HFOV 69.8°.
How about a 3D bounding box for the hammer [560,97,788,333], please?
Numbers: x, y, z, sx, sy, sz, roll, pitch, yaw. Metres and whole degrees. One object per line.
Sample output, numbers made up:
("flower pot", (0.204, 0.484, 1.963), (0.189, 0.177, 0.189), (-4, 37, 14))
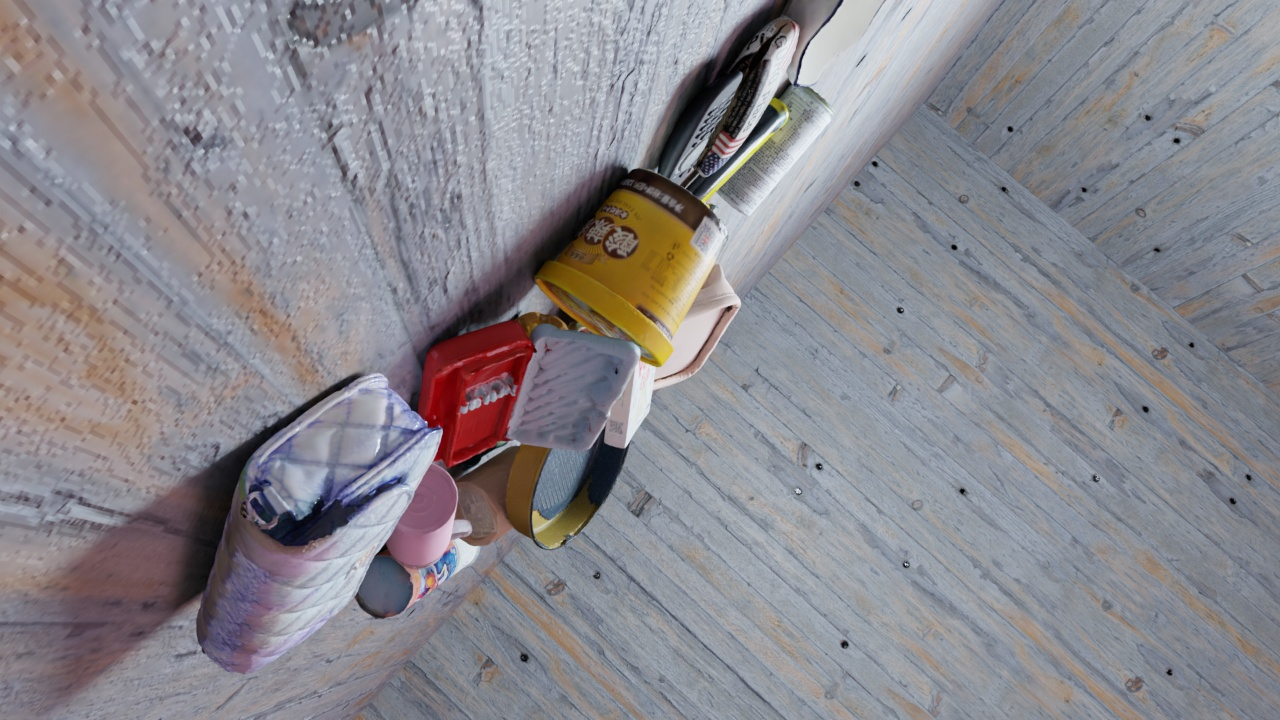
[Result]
("hammer", (0.035, -0.143, 0.908), (0.323, 0.032, 0.126), (-47, 175, -11))

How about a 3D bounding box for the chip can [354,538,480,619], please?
("chip can", (-0.256, 0.235, 1.071), (0.071, 0.071, 0.214), (-49, 174, 7))

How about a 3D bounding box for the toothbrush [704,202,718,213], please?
("toothbrush", (0.075, -0.179, 1.054), (0.018, 0.016, 0.191), (-60, 173, 8))

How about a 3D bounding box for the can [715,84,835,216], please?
("can", (0.142, -0.229, 0.997), (0.147, 0.058, 0.058), (-50, 174, 15))

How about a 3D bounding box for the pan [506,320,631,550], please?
("pan", (-0.069, 0.071, 0.960), (0.197, 0.078, 0.358), (-53, 153, -30))

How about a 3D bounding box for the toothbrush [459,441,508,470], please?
("toothbrush", (-0.166, 0.097, 1.099), (0.018, 0.016, 0.191), (-40, 178, 22))

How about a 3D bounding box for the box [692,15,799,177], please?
("box", (0.080, -0.214, 0.748), (0.068, 0.052, 0.165), (-32, 166, -30))

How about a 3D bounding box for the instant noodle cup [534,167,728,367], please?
("instant noodle cup", (-0.001, -0.073, 0.701), (0.114, 0.118, 0.118), (-55, 175, -6))

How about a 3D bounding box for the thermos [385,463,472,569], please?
("thermos", (-0.201, 0.153, 0.875), (0.087, 0.067, 0.199), (-9, 159, -16))

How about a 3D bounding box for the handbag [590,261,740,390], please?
("handbag", (-0.011, -0.019, 1.077), (0.233, 0.093, 0.194), (-27, 160, -27))

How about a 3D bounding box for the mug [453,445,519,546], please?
("mug", (-0.178, 0.156, 1.051), (0.125, 0.084, 0.103), (-10, -170, 32))

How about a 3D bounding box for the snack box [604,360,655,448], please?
("snack box", (-0.006, 0.006, 0.962), (0.084, 0.027, 0.157), (-52, 154, -58))

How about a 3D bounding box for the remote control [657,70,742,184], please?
("remote control", (0.041, -0.180, 0.721), (0.053, 0.024, 0.137), (-47, 176, -31))

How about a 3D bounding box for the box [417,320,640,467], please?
("box", (-0.095, 0.030, 0.711), (0.161, 0.058, 0.202), (-5, 156, -18))

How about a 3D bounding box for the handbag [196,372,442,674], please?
("handbag", (-0.198, 0.104, 0.563), (0.133, 0.075, 0.194), (-42, 171, -46))

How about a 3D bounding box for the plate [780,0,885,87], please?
("plate", (0.183, -0.319, 0.752), (0.204, 0.045, 0.205), (-47, 174, -6))

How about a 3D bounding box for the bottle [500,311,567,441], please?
("bottle", (-0.106, 0.022, 0.812), (0.057, 0.057, 0.175), (-45, 174, -32))
